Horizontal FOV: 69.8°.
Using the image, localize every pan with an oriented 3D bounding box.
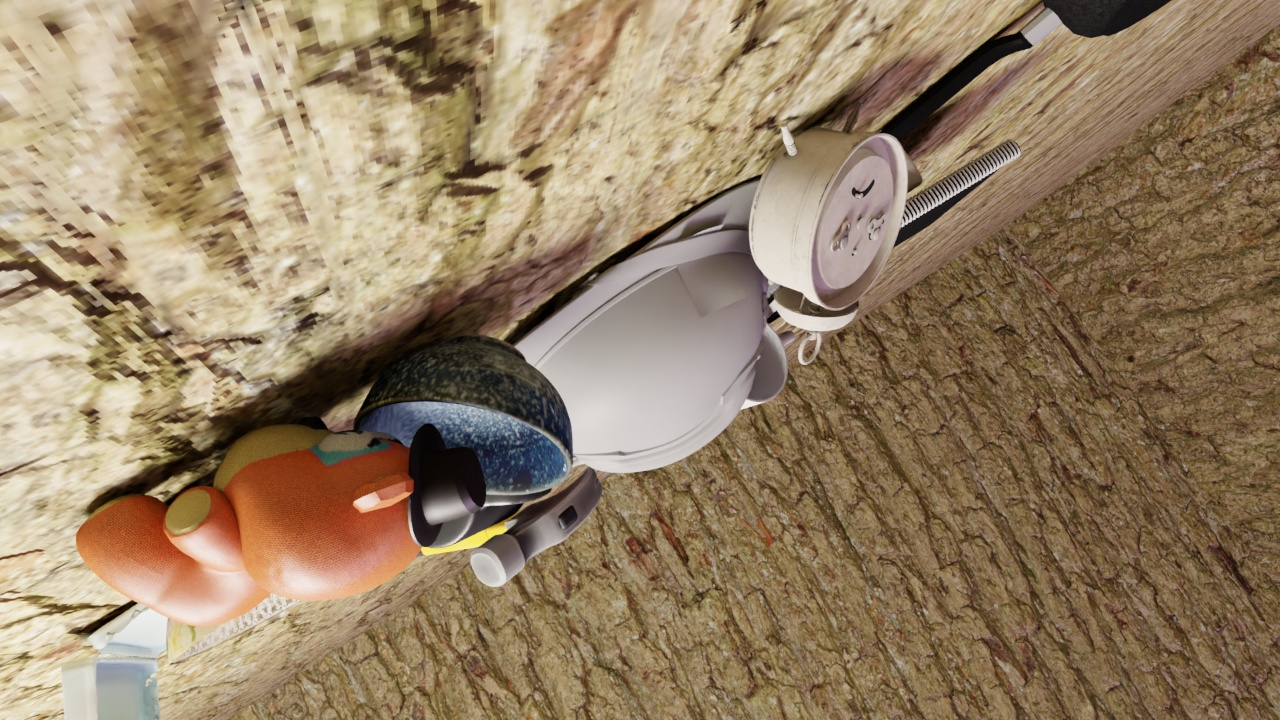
[{"bbox_3d":[0.286,-0.228,0.572,0.357,0.044,0.203,-39,170,31],"label":"pan"}]

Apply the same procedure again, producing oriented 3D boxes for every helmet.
[{"bbox_3d":[0.018,0.001,0.619,0.271,0.117,0.183,-35,172,2],"label":"helmet"}]

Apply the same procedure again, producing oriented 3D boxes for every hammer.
[{"bbox_3d":[-0.175,0.164,0.862,0.325,0.034,0.169,-17,-170,39],"label":"hammer"}]

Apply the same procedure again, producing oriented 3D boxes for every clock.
[{"bbox_3d":[0.106,-0.069,0.555,0.103,0.061,0.157,-26,129,-41],"label":"clock"}]

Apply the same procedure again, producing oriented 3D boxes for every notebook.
[{"bbox_3d":[0.193,-0.098,0.746,0.206,0.016,0.149,-31,173,-17],"label":"notebook"}]

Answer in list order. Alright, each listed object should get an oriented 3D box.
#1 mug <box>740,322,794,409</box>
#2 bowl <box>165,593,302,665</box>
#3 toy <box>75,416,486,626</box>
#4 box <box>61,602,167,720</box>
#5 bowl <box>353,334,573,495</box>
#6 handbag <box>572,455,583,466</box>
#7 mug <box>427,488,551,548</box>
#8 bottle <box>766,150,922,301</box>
[{"bbox_3d":[0.078,0.002,0.765,0.107,0.071,0.090,-26,-179,-35],"label":"mug"},{"bbox_3d":[-0.220,0.113,0.545,0.145,0.063,0.145,-32,173,-5],"label":"bowl"},{"bbox_3d":[-0.161,0.076,0.437,0.176,0.096,0.112,-2,173,4],"label":"toy"},{"bbox_3d":[-0.360,0.227,0.678,0.126,0.074,0.198,-51,-179,-24],"label":"box"},{"bbox_3d":[-0.088,0.023,0.489,0.114,0.060,0.114,6,149,3],"label":"bowl"},{"bbox_3d":[-0.004,0.030,0.885,0.176,0.074,0.151,-44,170,7],"label":"handbag"},{"bbox_3d":[-0.125,0.098,0.716,0.114,0.078,0.087,-3,-177,21],"label":"mug"},{"bbox_3d":[0.139,-0.104,0.726,0.174,0.046,0.083,-35,172,13],"label":"bottle"}]
